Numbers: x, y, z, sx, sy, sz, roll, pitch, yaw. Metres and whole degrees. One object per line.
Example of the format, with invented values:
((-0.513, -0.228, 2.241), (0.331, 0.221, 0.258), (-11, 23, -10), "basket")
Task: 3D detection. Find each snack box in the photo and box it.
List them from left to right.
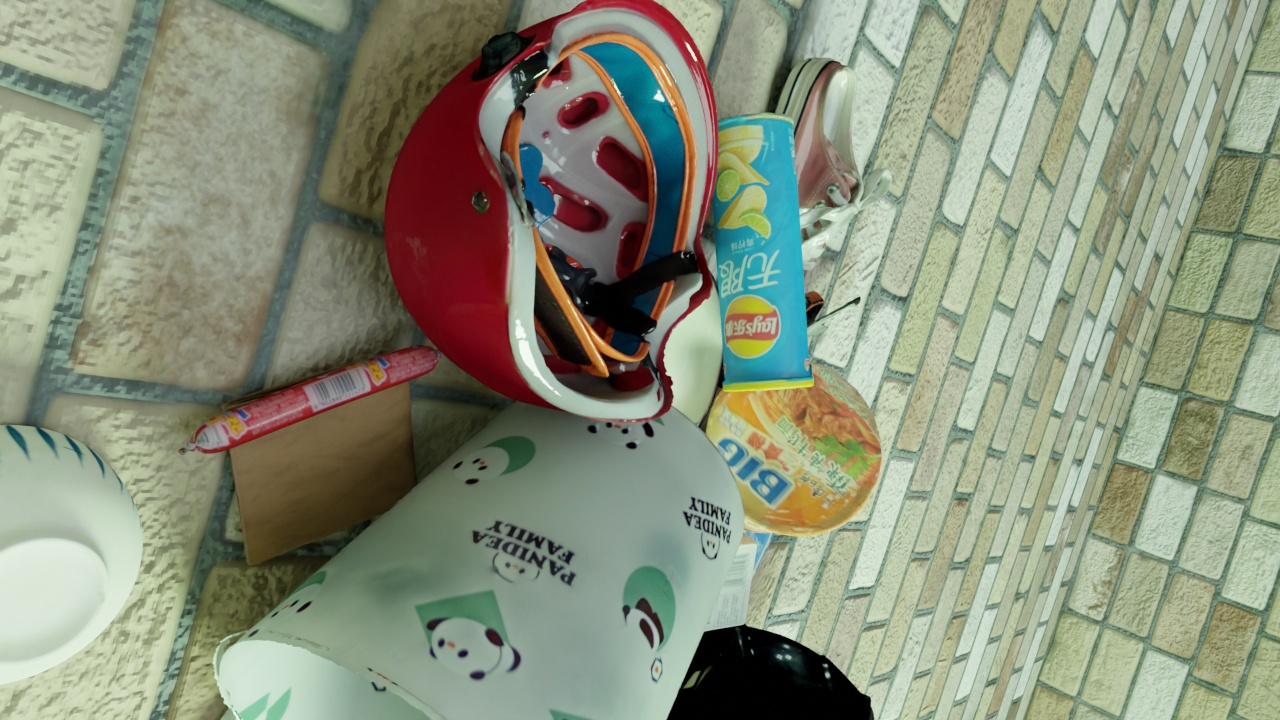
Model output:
((0.026, 0.200, 0.803), (0.156, 0.027, 0.085), (-1, 108, -25), "snack box")

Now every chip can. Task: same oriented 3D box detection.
((0.094, -0.082, 0.723), (0.071, 0.071, 0.210), (-3, 90, -50), "chip can")

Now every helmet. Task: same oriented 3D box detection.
((-0.055, -0.089, 0.537), (0.207, 0.144, 0.239), (48, 53, -47), "helmet")
((0.090, 0.379, 0.849), (0.274, 0.230, 0.233), (-39, 160, -5), "helmet")

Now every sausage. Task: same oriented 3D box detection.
((-0.175, 0.019, 0.505), (0.155, 0.020, 0.020), (-24, 123, -38), "sausage")

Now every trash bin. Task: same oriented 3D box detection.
((-0.068, 0.152, 0.544), (0.251, 0.230, 0.230), (-49, 139, -45), "trash bin")

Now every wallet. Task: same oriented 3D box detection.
((-0.183, 0.055, 0.539), (0.115, 0.020, 0.101), (-19, 119, -43), "wallet")

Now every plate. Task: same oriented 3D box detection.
((-0.004, 0.004, 0.718), (0.191, 0.039, 0.193), (-24, 123, -43), "plate")

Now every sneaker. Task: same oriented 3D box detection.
((0.149, -0.137, 0.799), (0.118, 0.088, 0.241), (-2, 112, -50), "sneaker")

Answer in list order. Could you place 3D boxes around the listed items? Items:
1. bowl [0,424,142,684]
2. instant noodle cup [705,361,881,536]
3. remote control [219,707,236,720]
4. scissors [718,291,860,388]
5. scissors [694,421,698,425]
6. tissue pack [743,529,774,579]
((-0.276, 0.093, 0.403), (0.116, 0.066, 0.117), (-23, 122, -43), "bowl")
((0.120, 0.085, 0.806), (0.151, 0.151, 0.112), (-55, 177, -19), "instant noodle cup")
((-0.209, 0.195, 0.568), (0.135, 0.020, 0.056), (-55, 139, -19), "remote control")
((0.145, -0.027, 0.867), (0.189, 0.015, 0.224), (-37, 165, -6), "scissors")
((0.020, 0.106, 0.758), (0.144, 0.012, 0.170), (-55, 166, 5), "scissors")
((0.087, 0.172, 0.891), (0.095, 0.052, 0.157), (40, 74, -51), "tissue pack")
